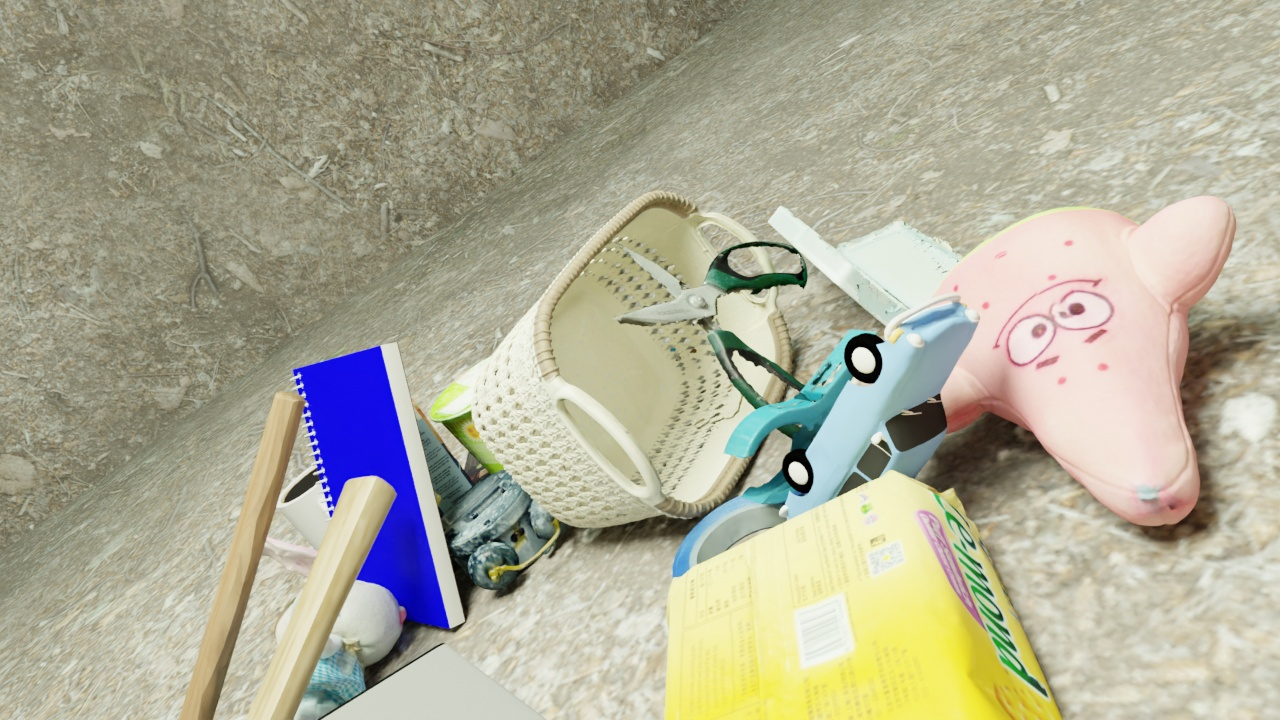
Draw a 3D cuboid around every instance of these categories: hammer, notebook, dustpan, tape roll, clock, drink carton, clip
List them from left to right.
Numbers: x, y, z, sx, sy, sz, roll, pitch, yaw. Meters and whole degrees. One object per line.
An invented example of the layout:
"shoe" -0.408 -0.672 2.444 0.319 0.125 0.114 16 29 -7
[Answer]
"hammer" -0.277 0.180 0.607 0.098 0.052 0.328 16 90 64
"hammer" -0.222 0.213 0.551 0.117 0.051 0.321 -11 47 31
"notebook" -0.212 0.099 0.722 0.022 0.209 0.172 -16 4 -42
"drink carton" -0.173 0.092 0.773 0.040 0.130 0.064 -37 20 -14
"dustpan" -0.094 0.230 0.421 0.162 0.033 0.258 -26 23 -35
"clock" -0.104 0.128 0.698 0.090 0.052 0.130 -42 21 -21
"tape roll" 0.063 0.111 0.535 0.093 0.016 0.091 -36 21 -5
"clip" 0.098 0.025 0.540 0.126 0.113 0.028 -42 22 -20

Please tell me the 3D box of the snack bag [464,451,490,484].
"snack bag" -0.140 0.082 0.907 0.075 0.018 0.155 -30 20 9

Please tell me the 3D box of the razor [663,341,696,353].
"razor" 0.011 -0.013 0.894 0.144 0.022 0.042 8 82 55

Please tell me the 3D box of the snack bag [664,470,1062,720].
"snack bag" 0.078 0.143 0.366 0.160 0.068 0.246 -27 22 16

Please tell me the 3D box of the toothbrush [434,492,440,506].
"toothbrush" -0.170 0.135 0.741 0.136 0.016 0.021 107 -172 -55

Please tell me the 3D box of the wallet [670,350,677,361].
"wallet" -0.035 0.028 0.847 0.119 0.031 0.100 -36 17 -35

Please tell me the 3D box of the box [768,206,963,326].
"box" 0.181 -0.084 0.724 0.125 0.075 0.197 -14 22 -2

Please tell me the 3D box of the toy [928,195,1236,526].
"toy" 0.215 -0.007 0.469 0.192 0.097 0.236 -39 23 26

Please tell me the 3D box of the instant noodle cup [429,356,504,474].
"instant noodle cup" -0.107 0.059 0.777 0.099 0.108 0.098 -29 20 12

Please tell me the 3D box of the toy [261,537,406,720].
"toy" -0.219 0.203 0.658 0.105 0.131 0.205 -18 28 -18

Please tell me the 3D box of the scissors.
"scissors" 0.077 -0.016 0.611 0.201 0.204 0.015 -16 -26 -40

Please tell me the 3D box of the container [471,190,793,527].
"container" -0.004 0.004 0.659 0.143 0.184 0.245 -29 16 42

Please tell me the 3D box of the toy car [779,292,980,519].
"toy car" 0.121 0.034 0.462 0.056 0.055 0.154 -20 -36 -35

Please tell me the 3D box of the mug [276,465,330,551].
"mug" -0.285 0.149 0.871 0.073 0.089 0.105 -40 21 -18
